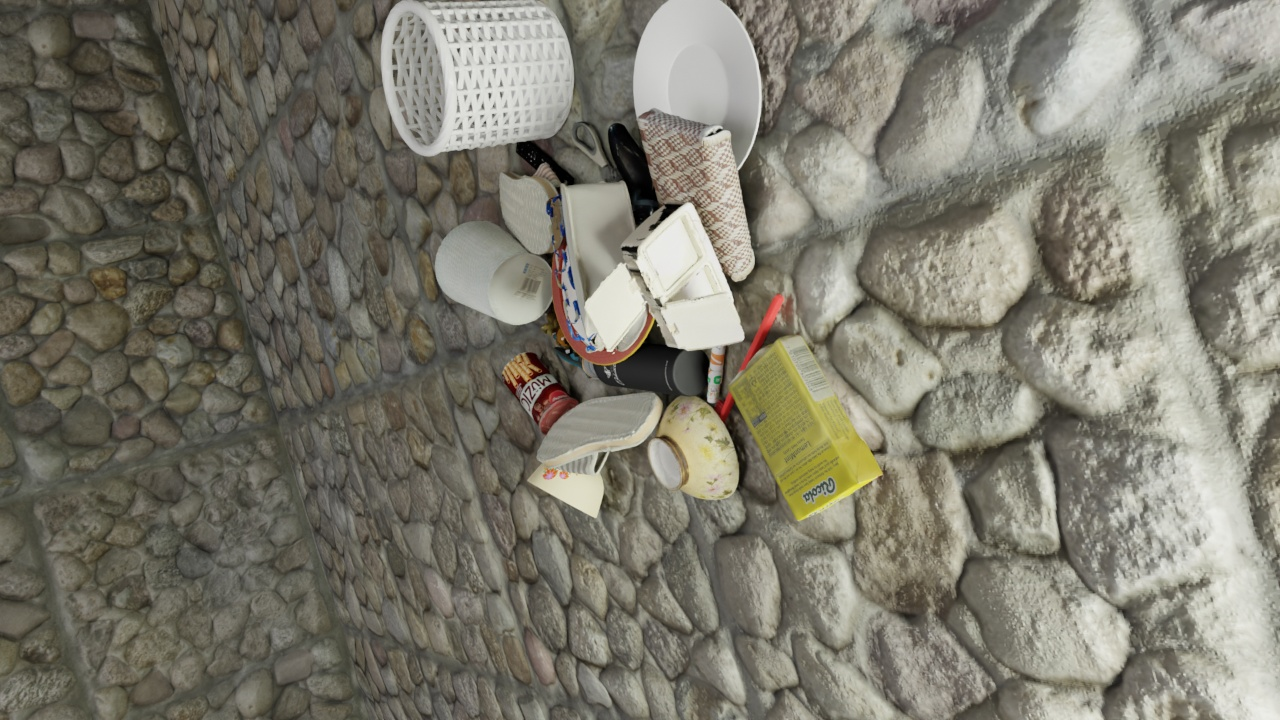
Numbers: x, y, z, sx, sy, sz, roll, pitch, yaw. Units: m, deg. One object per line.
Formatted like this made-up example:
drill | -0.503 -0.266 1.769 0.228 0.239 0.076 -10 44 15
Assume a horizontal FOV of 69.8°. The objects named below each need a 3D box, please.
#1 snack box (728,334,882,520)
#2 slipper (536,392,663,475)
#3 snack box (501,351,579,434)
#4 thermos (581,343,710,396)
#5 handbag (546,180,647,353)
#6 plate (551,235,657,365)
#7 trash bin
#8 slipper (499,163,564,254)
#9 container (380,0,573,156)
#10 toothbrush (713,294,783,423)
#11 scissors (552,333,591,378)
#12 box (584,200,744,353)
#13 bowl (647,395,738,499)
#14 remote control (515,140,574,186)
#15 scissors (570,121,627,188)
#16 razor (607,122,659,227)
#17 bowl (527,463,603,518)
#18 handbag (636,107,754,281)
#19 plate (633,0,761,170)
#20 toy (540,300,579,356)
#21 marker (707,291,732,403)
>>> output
snack box | 0.174 0.071 1.002 0.180 0.045 0.122 63 146 18
slipper | -0.055 0.102 1.265 0.054 0.114 0.273 36 149 -23
snack box | -0.155 0.049 1.411 0.121 0.072 0.072 47 138 32
thermos | -0.007 0.007 1.202 0.232 0.061 0.061 5 109 53
handbag | -0.058 -0.103 1.088 0.200 0.093 0.200 105 156 -66
plate | -0.043 -0.109 1.197 0.230 0.021 0.230 3 94 50
trash bin | -0.208 -0.124 1.341 0.161 0.133 0.133 30 127 51
slipper | -0.147 -0.218 1.285 0.263 0.052 0.115 -144 49 -62
container | -0.215 -0.376 1.209 0.189 0.186 0.189 26 125 46
toothbrush | 0.121 0.002 1.069 0.018 0.012 0.213 49 139 29
scissors | -0.085 -0.010 1.337 0.136 0.019 0.139 -33 76 55
box | 0.039 -0.059 0.952 0.099 0.183 0.143 13 141 48
bowl | 0.054 0.119 1.154 0.145 0.063 0.145 37 137 44
remote control | -0.137 -0.277 1.299 0.140 0.009 0.030 44 136 34
scissors | -0.049 -0.243 1.193 0.171 0.012 0.158 60 143 15
razor | -0.009 -0.219 1.102 0.064 0.053 0.140 -29 73 14
bowl | -0.101 0.177 1.382 0.118 0.118 0.074 19 77 49
handbag | 0.065 -0.183 1.010 0.124 0.046 0.186 28 145 43
plate | 0.062 -0.296 1.017 0.209 0.015 0.209 26 125 46
toy | -0.109 -0.043 1.313 0.076 0.062 0.100 88 164 -50
marker | 0.093 -0.015 1.095 0.017 0.017 0.146 33 129 42
